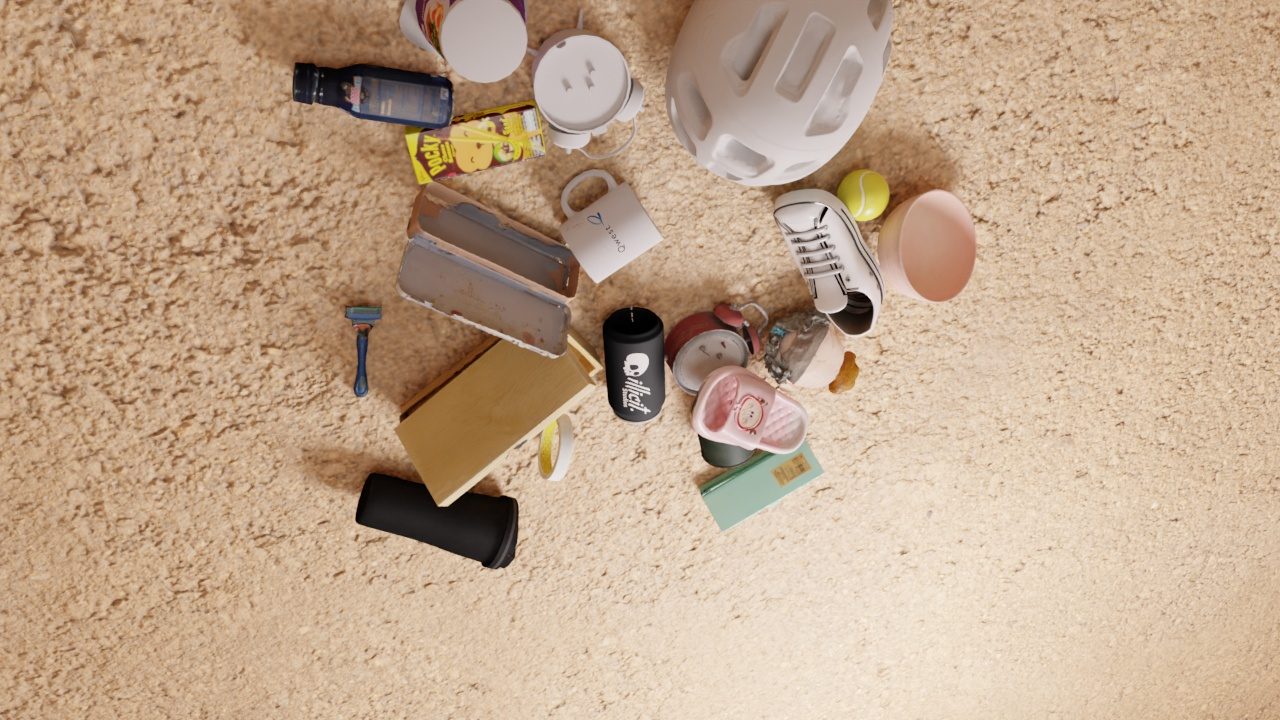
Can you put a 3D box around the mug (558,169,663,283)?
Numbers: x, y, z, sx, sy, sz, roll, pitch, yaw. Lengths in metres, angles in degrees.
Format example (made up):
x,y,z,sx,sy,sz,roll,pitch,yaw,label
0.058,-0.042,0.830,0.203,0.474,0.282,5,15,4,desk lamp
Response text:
x,y,z,sx,sy,sz,roll,pitch,yaw,label
-0.045,-0.169,1.102,0.096,0.083,0.119,-33,99,7,mug

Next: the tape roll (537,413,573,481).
x,y,z,sx,sy,sz,roll,pitch,yaw,label
-0.118,0.119,1.265,0.019,0.094,0.094,9,121,-24,tape roll

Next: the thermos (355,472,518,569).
x,y,z,sx,sy,sz,roll,pitch,yaw,label
-0.281,0.220,1.287,0.218,0.105,0.106,20,116,-23,thermos

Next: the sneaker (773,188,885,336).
x,y,z,sx,sy,sz,roll,pitch,yaw,label
0.244,-0.115,1.194,0.091,0.097,0.245,-7,141,33,sneaker

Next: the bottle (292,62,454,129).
x,y,z,sx,sy,sz,roll,pitch,yaw,label
-0.277,-0.278,0.956,0.160,0.056,0.056,3,123,-19,bottle

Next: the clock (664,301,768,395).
x,y,z,sx,sy,sz,roll,pitch,yaw,label
0.108,-0.018,1.261,0.157,0.062,0.110,-39,126,11,clock

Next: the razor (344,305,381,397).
x,y,z,sx,sy,sz,roll,pitch,yaw,label
-0.349,-0.011,1.148,0.043,0.018,0.141,1,127,-19,razor

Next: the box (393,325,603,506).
x,y,z,sx,sy,sz,roll,pitch,yaw,label
-0.183,0.048,1.178,0.249,0.184,0.142,-39,105,9,box

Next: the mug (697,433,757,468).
x,y,z,sx,sy,sz,roll,pitch,yaw,label
0.132,0.091,1.342,0.110,0.085,0.081,-39,132,-29,mug

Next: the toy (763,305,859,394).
x,y,z,sx,sy,sz,roll,pitch,yaw,label
0.245,-0.008,1.305,0.176,0.076,0.133,32,95,-31,toy

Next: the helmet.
x,y,z,sx,sy,sz,roll,pitch,yaw,label
0.159,-0.329,0.993,0.224,0.184,0.282,32,84,-18,helmet

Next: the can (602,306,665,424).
x,y,z,sx,sy,sz,roll,pitch,yaw,label
-0.007,0.007,1.230,0.080,0.080,0.146,-11,127,-11,can

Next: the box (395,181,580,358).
x,y,z,sx,sy,sz,roll,pitch,yaw,label
-0.171,-0.100,1.064,0.216,0.150,0.043,23,142,-30,box

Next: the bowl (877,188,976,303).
x,y,z,sx,sy,sz,roll,pitch,yaw,label
0.371,-0.150,1.228,0.152,0.076,0.153,-2,93,-32,bowl

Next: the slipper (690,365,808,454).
x,y,z,sx,sy,sz,roll,pitch,yaw,label
0.157,0.073,1.259,0.221,0.056,0.107,20,89,-38,slipper

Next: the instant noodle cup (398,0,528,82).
x,y,z,sx,sy,sz,roll,pitch,yaw,label
-0.169,-0.333,0.910,0.137,0.121,0.122,-19,128,-4,instant noodle cup

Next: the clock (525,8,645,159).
x,y,z,sx,sy,sz,roll,pitch,yaw,label
-0.059,-0.293,1.013,0.120,0.061,0.159,-29,127,4,clock

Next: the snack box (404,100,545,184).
x,y,z,sx,sy,sz,roll,pitch,yaw,label
-0.184,-0.245,1.029,0.149,0.025,0.061,-14,127,-8,snack box

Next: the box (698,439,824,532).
x,y,z,sx,sy,sz,roll,pitch,yaw,label
0.191,0.194,1.428,0.189,0.080,0.077,-29,127,3,box

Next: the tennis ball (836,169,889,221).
x,y,z,sx,sy,sz,roll,pitch,yaw,label
0.286,-0.212,1.177,0.065,0.065,0.065,-9,126,-12,tennis ball
